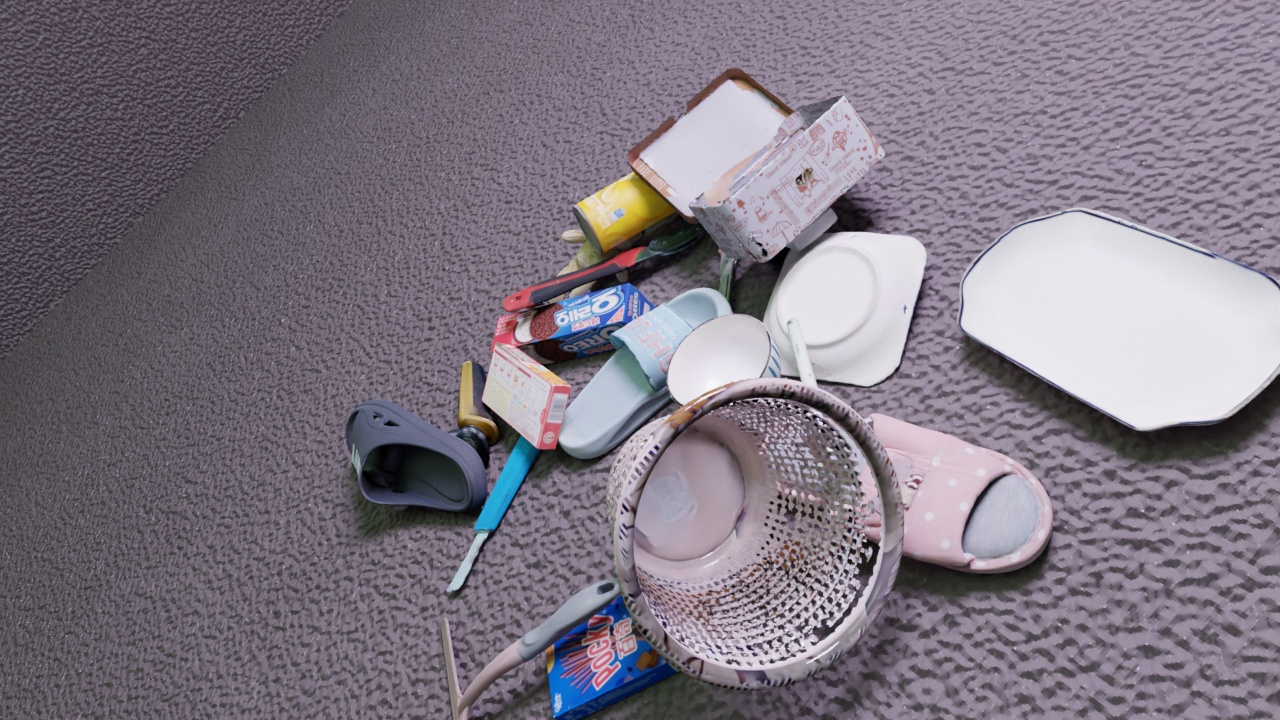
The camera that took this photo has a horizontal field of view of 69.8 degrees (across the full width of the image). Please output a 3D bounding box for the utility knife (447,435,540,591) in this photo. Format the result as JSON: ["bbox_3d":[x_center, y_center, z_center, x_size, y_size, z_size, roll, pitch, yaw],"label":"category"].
[{"bbox_3d":[-0.163,0.165,1.044,0.034,0.018,0.215,7,60,40],"label":"utility knife"}]

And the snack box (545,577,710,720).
[{"bbox_3d":[-0.016,0.261,0.841,0.157,0.026,0.084,-31,43,14],"label":"snack box"}]

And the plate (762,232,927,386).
[{"bbox_3d":[0.192,-0.060,0.916,0.164,0.034,0.163,7,73,42],"label":"plate"}]

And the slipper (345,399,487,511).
[{"bbox_3d":[-0.295,0.121,1.105,0.269,0.111,0.083,14,25,39],"label":"slipper"}]

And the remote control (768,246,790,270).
[{"bbox_3d":[0.181,-0.109,0.993,0.053,0.024,0.136,-44,41,-1],"label":"remote control"}]

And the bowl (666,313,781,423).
[{"bbox_3d":[0.092,0.018,0.928,0.117,0.066,0.116,-21,47,24],"label":"bowl"}]

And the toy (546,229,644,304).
[{"bbox_3d":[-0.062,-0.123,1.180,0.105,0.066,0.157,38,87,16],"label":"toy"}]

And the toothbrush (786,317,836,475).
[{"bbox_3d":[0.155,0.026,0.840,0.029,0.020,0.189,-42,34,32],"label":"toothbrush"}]

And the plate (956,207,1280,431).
[{"bbox_3d":[0.388,-0.034,0.758,0.162,0.034,0.266,-46,41,-3],"label":"plate"}]

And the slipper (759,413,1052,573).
[{"bbox_3d":[0.207,0.100,0.775,0.275,0.054,0.114,16,68,47],"label":"slipper"}]

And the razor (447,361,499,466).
[{"bbox_3d":[-0.213,0.060,1.148,0.067,0.062,0.167,-8,39,-5],"label":"razor"}]

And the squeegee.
[{"bbox_3d":[-0.110,0.277,0.858,0.250,0.040,0.247,-43,38,17],"label":"squeegee"}]

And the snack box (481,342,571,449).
[{"bbox_3d":[-0.136,0.039,1.064,0.156,0.027,0.077,31,110,52],"label":"snack box"}]

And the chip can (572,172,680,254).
[{"bbox_3d":[0.024,-0.212,1.130,0.213,0.072,0.072,-30,40,-8],"label":"chip can"}]

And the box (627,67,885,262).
[{"bbox_3d":[0.121,-0.217,1.011,0.179,0.125,0.274,-41,39,-4],"label":"box"}]

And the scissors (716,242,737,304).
[{"bbox_3d":[0.112,-0.135,1.057,0.197,0.015,0.205,-57,26,17],"label":"scissors"}]

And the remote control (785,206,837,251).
[{"bbox_3d":[0.167,-0.151,1.007,0.056,0.019,0.135,-40,18,1],"label":"remote control"}]

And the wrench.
[{"bbox_3d":[-0.041,-0.118,1.126,0.273,0.016,0.056,-24,40,-4],"label":"wrench"}]

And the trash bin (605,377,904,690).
[{"bbox_3d":[0.065,0.124,0.747,0.227,0.227,0.192,-52,14,-9],"label":"trash bin"}]

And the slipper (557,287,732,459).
[{"bbox_3d":[-0.006,0.006,1.008,0.245,0.074,0.104,-44,40,5],"label":"slipper"}]

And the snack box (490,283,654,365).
[{"bbox_3d":[-0.085,-0.039,1.123,0.208,0.057,0.058,-12,54,31],"label":"snack box"}]
